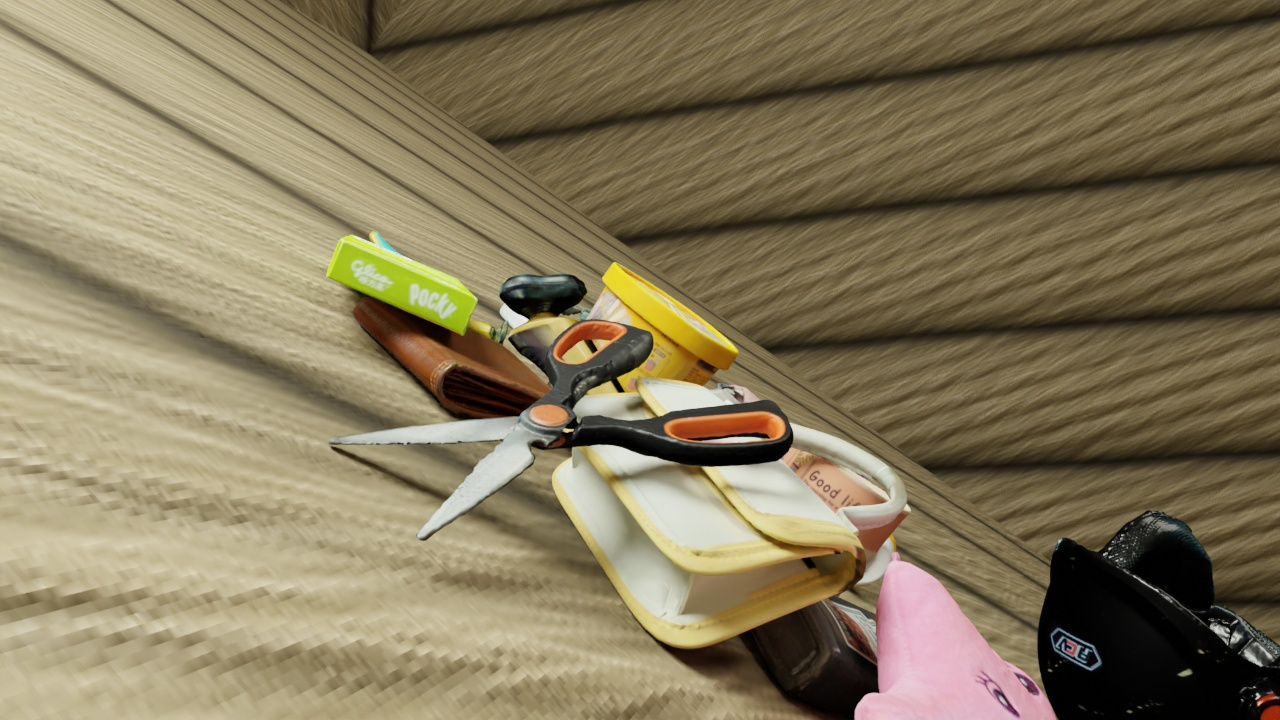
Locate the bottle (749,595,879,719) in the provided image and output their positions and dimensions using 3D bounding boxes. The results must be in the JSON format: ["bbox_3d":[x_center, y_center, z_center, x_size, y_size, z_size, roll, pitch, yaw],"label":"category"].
[{"bbox_3d":[0.145,0.186,0.552,0.194,0.044,0.080,31,18,-36],"label":"bottle"}]

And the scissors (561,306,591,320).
[{"bbox_3d":[-0.065,-0.046,0.968,0.171,0.019,0.169,24,8,18],"label":"scissors"}]

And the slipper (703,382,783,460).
[{"bbox_3d":[0.121,0.069,1.039,0.274,0.054,0.114,34,9,-6],"label":"slipper"}]

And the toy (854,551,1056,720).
[{"bbox_3d":[0.158,0.181,0.457,0.194,0.075,0.178,18,45,-54],"label":"toy"}]

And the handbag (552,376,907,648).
[{"bbox_3d":[0.055,0.063,0.508,0.178,0.063,0.163,-10,33,-25],"label":"handbag"}]

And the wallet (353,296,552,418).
[{"bbox_3d":[-0.111,0.004,0.587,0.101,0.032,0.124,39,8,37],"label":"wallet"}]

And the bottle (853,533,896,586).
[{"bbox_3d":[0.176,0.149,0.803,0.063,0.063,0.108,32,9,-22],"label":"bottle"}]

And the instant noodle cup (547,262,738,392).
[{"bbox_3d":[-0.004,0.004,0.707,0.118,0.114,0.118,34,9,-6],"label":"instant noodle cup"}]

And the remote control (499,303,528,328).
[{"bbox_3d":[-0.076,-0.011,0.824,0.056,0.020,0.136,27,12,-49],"label":"remote control"}]

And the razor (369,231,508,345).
[{"bbox_3d":[-0.158,-0.052,0.703,0.132,0.028,0.043,39,-15,-3],"label":"razor"}]

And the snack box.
[{"bbox_3d":[-0.156,-0.053,0.597,0.085,0.026,0.156,23,2,-18],"label":"snack box"}]

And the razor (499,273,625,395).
[{"bbox_3d":[-0.038,0.007,0.636,0.167,0.067,0.062,55,4,18],"label":"razor"}]

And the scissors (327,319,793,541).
[{"bbox_3d":[-0.031,0.028,0.459,0.221,0.022,0.227,6,27,-6],"label":"scissors"}]

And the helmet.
[{"bbox_3d":[0.450,0.255,0.755,0.274,0.230,0.233,23,3,-14],"label":"helmet"}]

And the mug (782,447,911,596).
[{"bbox_3d":[0.100,0.104,0.606,0.081,0.106,0.114,27,12,-46],"label":"mug"}]
